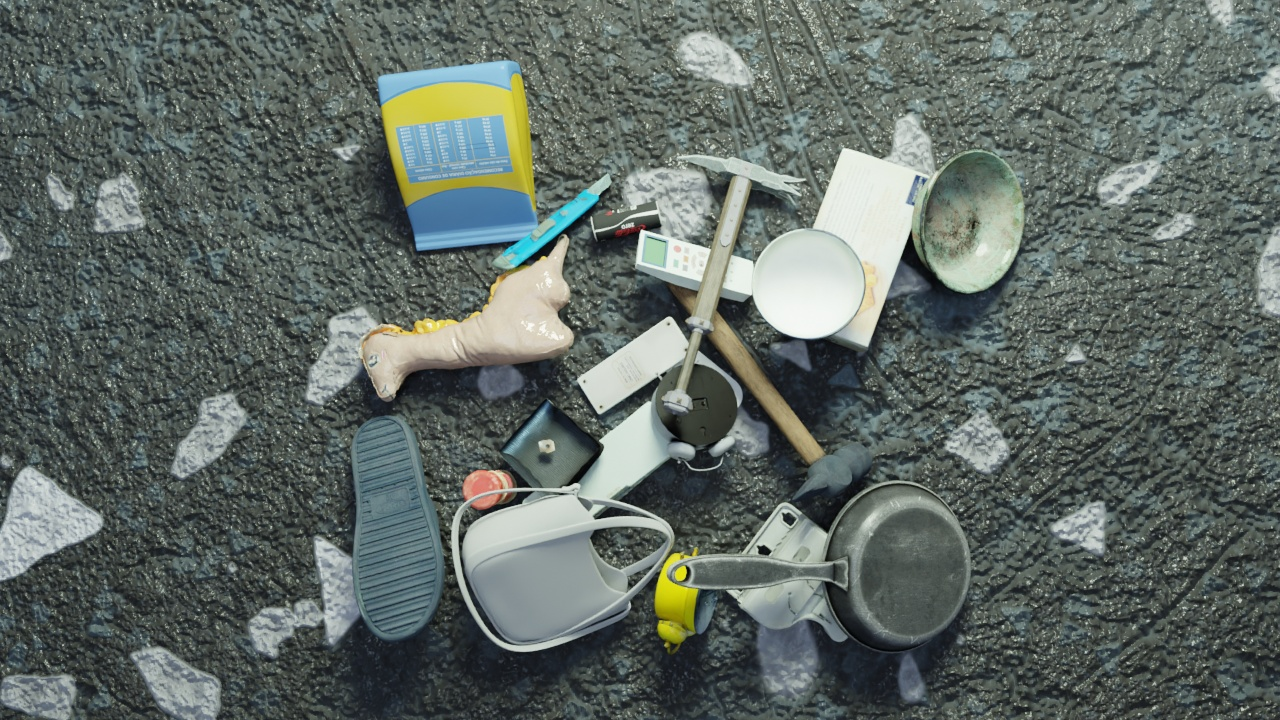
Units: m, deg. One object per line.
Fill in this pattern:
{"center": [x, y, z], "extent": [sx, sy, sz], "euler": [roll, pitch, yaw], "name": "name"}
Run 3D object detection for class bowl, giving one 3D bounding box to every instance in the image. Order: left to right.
{"center": [0.178, -0.078, 0.986], "extent": [0.118, 0.062, 0.118], "euler": [0, 86, 6], "name": "bowl"}
{"center": [0.356, -0.154, 1.016], "extent": [0.157, 0.039, 0.157], "euler": [-5, 101, -27], "name": "bowl"}

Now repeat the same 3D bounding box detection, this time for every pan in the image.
{"center": [0.203, 0.223, 0.975], "extent": [0.356, 0.055, 0.187], "euler": [2, 87, -19], "name": "pan"}

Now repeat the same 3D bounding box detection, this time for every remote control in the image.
{"center": [-0.007, 0.006, 1.072], "extent": [0.136, 0.011, 0.050], "euler": [-34, 84, 13], "name": "remote control"}
{"center": [0.061, 0.011, 1.074], "extent": [0.136, 0.013, 0.043], "euler": [39, 91, 6], "name": "remote control"}
{"center": [0.063, -0.105, 1.052], "extent": [0.143, 0.024, 0.049], "euler": [14, 57, -12], "name": "remote control"}

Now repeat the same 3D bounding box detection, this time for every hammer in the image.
{"center": [0.075, -0.087, 1.015], "extent": [0.147, 0.028, 0.316], "euler": [18, 70, -2], "name": "hammer"}
{"center": [0.126, 0.018, 1.035], "extent": [0.321, 0.129, 0.040], "euler": [54, 131, 15], "name": "hammer"}

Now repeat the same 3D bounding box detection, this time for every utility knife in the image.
{"center": [-0.101, -0.164, 1.086], "extent": [0.178, 0.015, 0.031], "euler": [-41, 62, -12], "name": "utility knife"}

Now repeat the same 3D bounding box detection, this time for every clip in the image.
{"center": [0.181, 0.250, 1.018], "extent": [0.152, 0.096, 0.126], "euler": [38, 93, 17], "name": "clip"}

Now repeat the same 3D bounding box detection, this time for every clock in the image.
{"center": [0.052, 0.271, 1.023], "extent": [0.057, 0.083, 0.118], "euler": [11, 89, 21], "name": "clock"}
{"center": [0.061, 0.064, 1.027], "extent": [0.094, 0.035, 0.122], "euler": [-6, 72, -16], "name": "clock"}

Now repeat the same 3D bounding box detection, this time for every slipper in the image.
{"center": [-0.277, 0.194, 1.069], "extent": [0.101, 0.082, 0.263], "euler": [-14, 66, 0], "name": "slipper"}

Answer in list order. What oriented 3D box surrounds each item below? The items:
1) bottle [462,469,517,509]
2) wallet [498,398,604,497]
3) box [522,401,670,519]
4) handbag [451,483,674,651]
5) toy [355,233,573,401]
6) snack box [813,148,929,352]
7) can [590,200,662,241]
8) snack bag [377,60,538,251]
{"center": [-0.168, 0.145, 1.040], "extent": [0.044, 0.109, 0.044], "euler": [0, 84, 4], "name": "bottle"}
{"center": [-0.101, 0.104, 1.052], "extent": [0.089, 0.026, 0.115], "euler": [-49, 52, -5], "name": "wallet"}
{"center": [-0.043, 0.129, 1.061], "extent": [0.199, 0.066, 0.083], "euler": [-40, 103, 3], "name": "box"}
{"center": [-0.073, 0.216, 0.997], "extent": [0.223, 0.095, 0.216], "euler": [-18, 124, 4], "name": "handbag"}
{"center": [-0.205, -0.050, 1.087], "extent": [0.264, 0.065, 0.195], "euler": [-4, 67, 13], "name": "toy"}
{"center": [0.241, -0.124, 1.044], "extent": [0.104, 0.057, 0.208], "euler": [20, 88, 7], "name": "snack box"}
{"center": [-0.016, -0.164, 1.083], "extent": [0.080, 0.031, 0.031], "euler": [-13, 85, 4], "name": "can"}
{"center": [-0.207, -0.238, 1.081], "extent": [0.159, 0.102, 0.205], "euler": [-5, 106, 5], "name": "snack bag"}
